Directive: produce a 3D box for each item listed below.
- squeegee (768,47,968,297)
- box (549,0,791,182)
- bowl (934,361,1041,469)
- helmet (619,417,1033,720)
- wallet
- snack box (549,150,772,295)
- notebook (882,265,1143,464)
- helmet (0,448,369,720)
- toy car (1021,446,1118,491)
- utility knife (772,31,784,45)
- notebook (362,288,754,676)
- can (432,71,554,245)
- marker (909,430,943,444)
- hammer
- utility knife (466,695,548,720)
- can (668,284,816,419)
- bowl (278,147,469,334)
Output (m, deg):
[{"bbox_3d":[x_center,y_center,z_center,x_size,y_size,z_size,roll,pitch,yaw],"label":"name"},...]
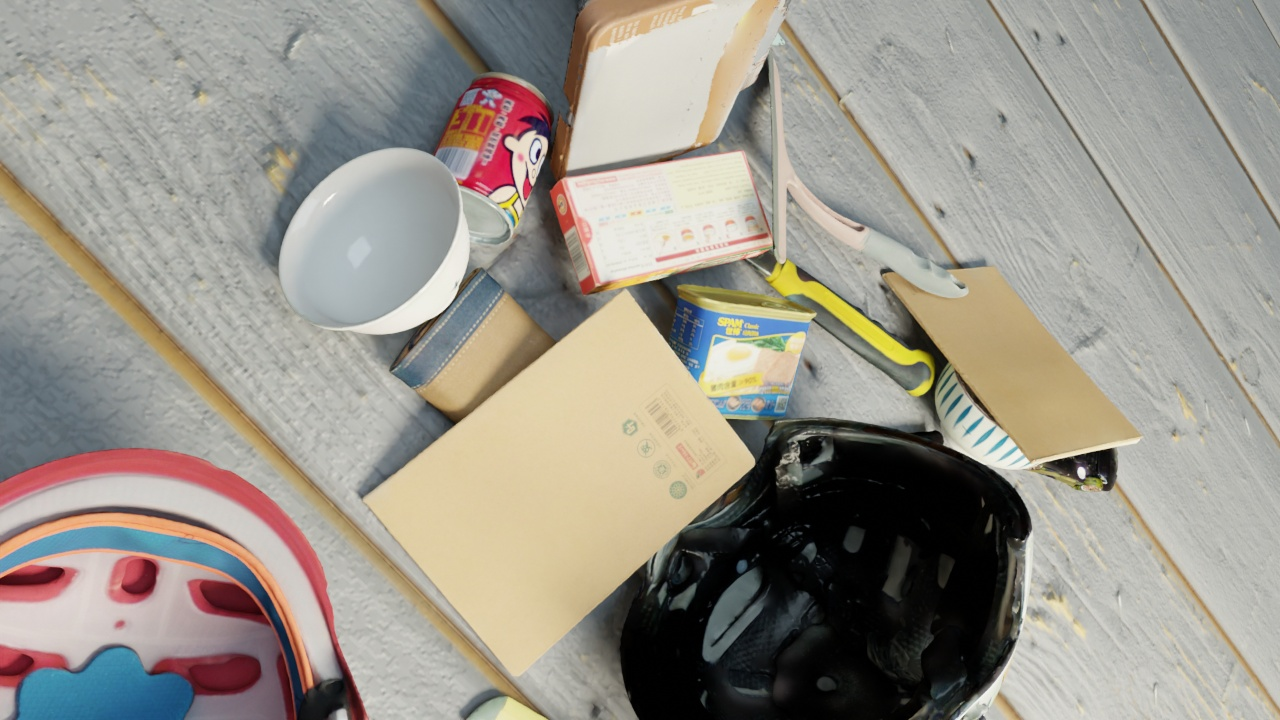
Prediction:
[{"bbox_3d":[0.185,-0.110,0.768,0.249,0.040,0.247,30,45,-26],"label":"squeegee"},{"bbox_3d":[-0.001,-0.229,0.605,0.193,0.183,0.157,-32,76,-23],"label":"box"},{"bbox_3d":[0.303,0.048,0.792,0.116,0.066,0.116,16,42,-15],"label":"bowl"},{"bbox_3d":[0.127,0.176,0.597,0.273,0.230,0.157,-48,136,-26],"label":"helmet"},{"bbox_3d":[-0.090,0.009,0.591,0.115,0.033,0.090,43,64,-18],"label":"wallet"},{"bbox_3d":[0.019,-0.100,0.645,0.155,0.027,0.077,-16,85,-31],"label":"snack box"},{"bbox_3d":[0.319,-0.005,0.795,0.149,0.012,0.211,-5,51,-32],"label":"notebook"},{"bbox_3d":[-0.237,0.173,0.401,0.206,0.144,0.239,12,59,-30],"label":"helmet"},{"bbox_3d":[0.392,0.080,0.866,0.158,0.042,0.070,21,69,-22],"label":"toy car"},{"bbox_3d":[0.052,-0.340,0.761,0.204,0.018,0.034,46,56,-14],"label":"utility knife"},{"bbox_3d":[-0.044,0.075,0.577,0.207,0.008,0.148,-40,100,-13],"label":"notebook"},{"bbox_3d":[-0.098,-0.131,0.595,0.066,0.067,0.093,28,66,-24],"label":"can"},{"bbox_3d":[0.203,0.073,0.765,0.131,0.020,0.022,-2,110,-33],"label":"marker"},{"bbox_3d":[0.119,-0.061,0.736,0.323,0.032,0.126,33,64,-22],"label":"hammer"},{"bbox_3d":[-0.023,0.270,0.581,0.206,0.021,0.030,38,66,-13],"label":"utility knife"},{"bbox_3d":[0.067,-0.005,0.659,0.102,0.057,0.083,5,106,-31],"label":"can"},{"bbox_3d":[-0.144,-0.059,0.544,0.065,0.118,0.118,51,48,-60],"label":"bowl"}]
